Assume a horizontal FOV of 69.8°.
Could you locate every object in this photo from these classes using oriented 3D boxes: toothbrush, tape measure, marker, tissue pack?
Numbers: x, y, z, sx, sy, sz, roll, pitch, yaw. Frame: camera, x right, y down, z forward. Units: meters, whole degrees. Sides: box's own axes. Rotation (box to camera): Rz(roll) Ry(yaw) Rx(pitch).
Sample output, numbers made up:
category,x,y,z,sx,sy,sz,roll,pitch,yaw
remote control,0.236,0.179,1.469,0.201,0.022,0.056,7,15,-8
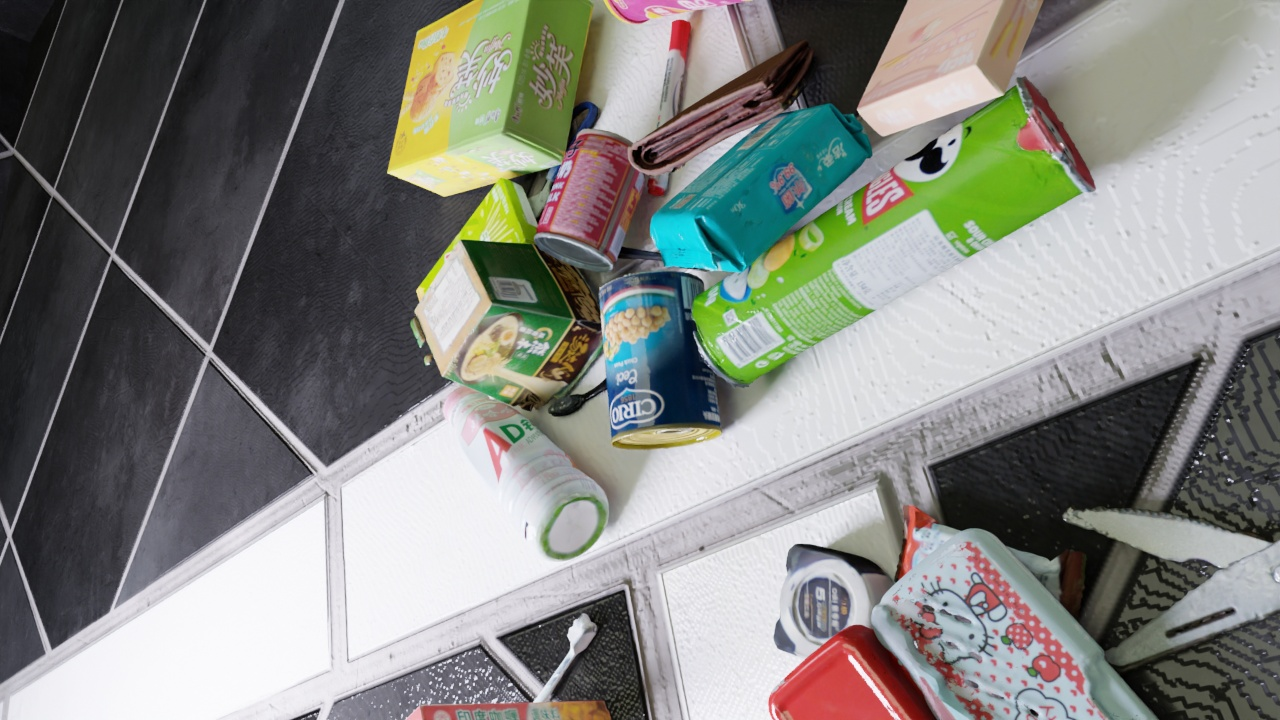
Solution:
category,x,y,z,sx,sy,sz,roll,pitch,yaw
toothbrush,-0.012,-0.085,0.729,0.181,0.018,0.015,14,88,47
tape measure,0.113,0.143,0.527,0.066,0.033,0.065,8,85,47
marker,0.023,-0.201,0.730,0.017,0.017,0.145,-1,77,43
toothbrush,-0.004,0.004,0.693,0.189,0.016,0.014,-29,65,32
toothbrush,-0.084,0.263,0.688,0.180,0.016,0.016,-58,39,13
tissue pack,0.071,-0.105,0.581,0.133,0.050,0.093,-41,18,-7

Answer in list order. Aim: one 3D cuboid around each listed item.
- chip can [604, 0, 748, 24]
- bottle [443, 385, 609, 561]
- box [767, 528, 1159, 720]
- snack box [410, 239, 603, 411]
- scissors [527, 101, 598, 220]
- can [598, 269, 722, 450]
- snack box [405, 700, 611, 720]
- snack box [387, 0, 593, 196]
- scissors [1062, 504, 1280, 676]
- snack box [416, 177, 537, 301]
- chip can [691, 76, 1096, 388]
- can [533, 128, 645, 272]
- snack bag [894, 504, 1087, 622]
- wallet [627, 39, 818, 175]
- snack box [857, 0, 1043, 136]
category,x,y,z,sx,sy,sz,roll,pitch,yaw
chip can,0.064,-0.300,0.684,0.211,0.071,0.071,11,85,44
bottle,-0.101,0.079,0.727,0.197,0.068,0.068,37,103,46
box,0.170,0.200,0.433,0.158,0.039,0.201,-49,60,21
snack box,-0.108,-0.034,0.733,0.118,0.105,0.118,-51,50,24
scissors,-0.075,-0.151,0.810,0.174,0.012,0.162,20,92,46
can,0.012,0.000,0.629,0.075,0.075,0.111,-18,71,39
snack box,-0.097,0.256,0.604,0.077,0.155,0.027,-46,48,23
snack box,-0.145,-0.251,0.858,0.210,0.070,0.157,-1,76,48
scissors,0.296,0.086,0.385,0.226,0.015,0.189,27,96,44
snack box,-0.149,-0.082,0.841,0.157,0.026,0.085,-46,50,29
chip can,0.136,-0.066,0.543,0.237,0.072,0.072,-33,57,32
can,-0.037,-0.124,0.712,0.067,0.066,0.093,10,76,44
snack bag,0.179,0.109,0.480,0.104,0.026,0.048,8,90,44
wallet,0.059,-0.176,0.644,0.125,0.032,0.101,-20,21,37
snack box,0.188,-0.204,0.522,0.085,0.026,0.157,-4,55,58
